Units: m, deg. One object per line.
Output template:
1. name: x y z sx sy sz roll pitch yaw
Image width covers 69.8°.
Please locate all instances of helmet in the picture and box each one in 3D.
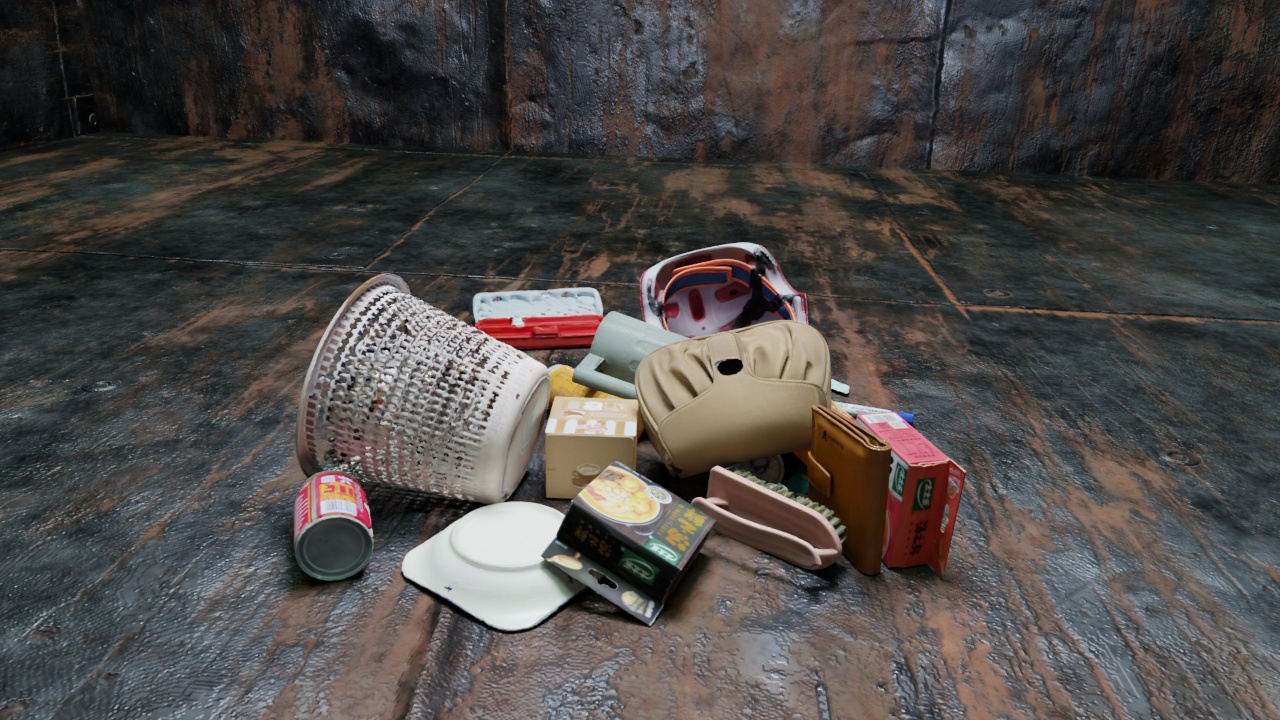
1. helmet: 0.111 -0.028 1.204 0.206 0.144 0.240 -19 57 -15

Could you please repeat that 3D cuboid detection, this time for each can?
1. can: 0.122 0.093 1.020 0.053 0.053 0.134 0 22 -4
2. can: -0.059 0.052 1.103 0.058 0.058 0.146 -17 28 -39
3. can: -0.280 0.147 0.834 0.066 0.067 0.094 -6 23 -19

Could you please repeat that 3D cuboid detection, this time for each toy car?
1. toy car: -0.330 0.054 1.060 0.042 0.070 0.158 22 14 -20

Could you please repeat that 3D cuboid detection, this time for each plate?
1. plate: -0.115 0.170 0.834 0.164 0.034 0.163 17 25 34

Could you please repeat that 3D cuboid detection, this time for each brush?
1. brush: 0.121 0.153 0.859 0.146 0.063 0.072 21 25 36

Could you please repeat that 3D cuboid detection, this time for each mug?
1. mug: -0.006 0.006 1.069 0.103 0.084 0.123 19 37 16

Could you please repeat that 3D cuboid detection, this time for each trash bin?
1. trash bin: -0.204 0.047 0.933 0.192 0.228 0.227 18 24 6

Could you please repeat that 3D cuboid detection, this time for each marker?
1. marker: 0.269 0.063 1.156 0.146 0.017 0.016 9 23 17

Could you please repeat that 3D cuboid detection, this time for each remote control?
1. remote control: -0.299 -0.011 1.214 0.150 0.021 0.058 2 22 -7

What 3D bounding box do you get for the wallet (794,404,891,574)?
1. wallet: 0.191 0.116 0.864 0.035 0.131 0.119 -13 24 -24

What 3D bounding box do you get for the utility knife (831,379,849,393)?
1. utility knife: 0.205 0.010 1.284 0.034 0.018 0.208 -31 37 -34

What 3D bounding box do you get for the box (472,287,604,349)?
1. box: -0.153 -0.064 1.402 0.201 0.050 0.160 -3 30 -10

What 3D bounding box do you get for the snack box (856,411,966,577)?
1. snack box: 0.243 0.126 0.866 0.044 0.113 0.127 -2 22 -14

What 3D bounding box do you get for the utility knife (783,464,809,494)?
1. utility knife: 0.175 0.130 0.984 0.029 0.013 0.177 19 27 28

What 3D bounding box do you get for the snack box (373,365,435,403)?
1. snack box: -0.318 0.012 1.223 0.077 0.027 0.155 -4 23 -16

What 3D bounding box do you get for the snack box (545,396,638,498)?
1. snack box: -0.050 0.093 0.975 0.093 0.077 0.094 2 21 1

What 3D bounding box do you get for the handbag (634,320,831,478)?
1. handbag: 0.098 0.034 0.945 0.204 0.100 0.147 -13 54 4

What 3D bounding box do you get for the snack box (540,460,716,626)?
1. snack box: -0.007 0.157 0.817 0.113 0.053 0.125 29 23 11

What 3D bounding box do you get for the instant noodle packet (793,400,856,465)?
1. instant noodle packet: 0.189 0.066 1.027 0.128 0.044 0.110 43 36 17
